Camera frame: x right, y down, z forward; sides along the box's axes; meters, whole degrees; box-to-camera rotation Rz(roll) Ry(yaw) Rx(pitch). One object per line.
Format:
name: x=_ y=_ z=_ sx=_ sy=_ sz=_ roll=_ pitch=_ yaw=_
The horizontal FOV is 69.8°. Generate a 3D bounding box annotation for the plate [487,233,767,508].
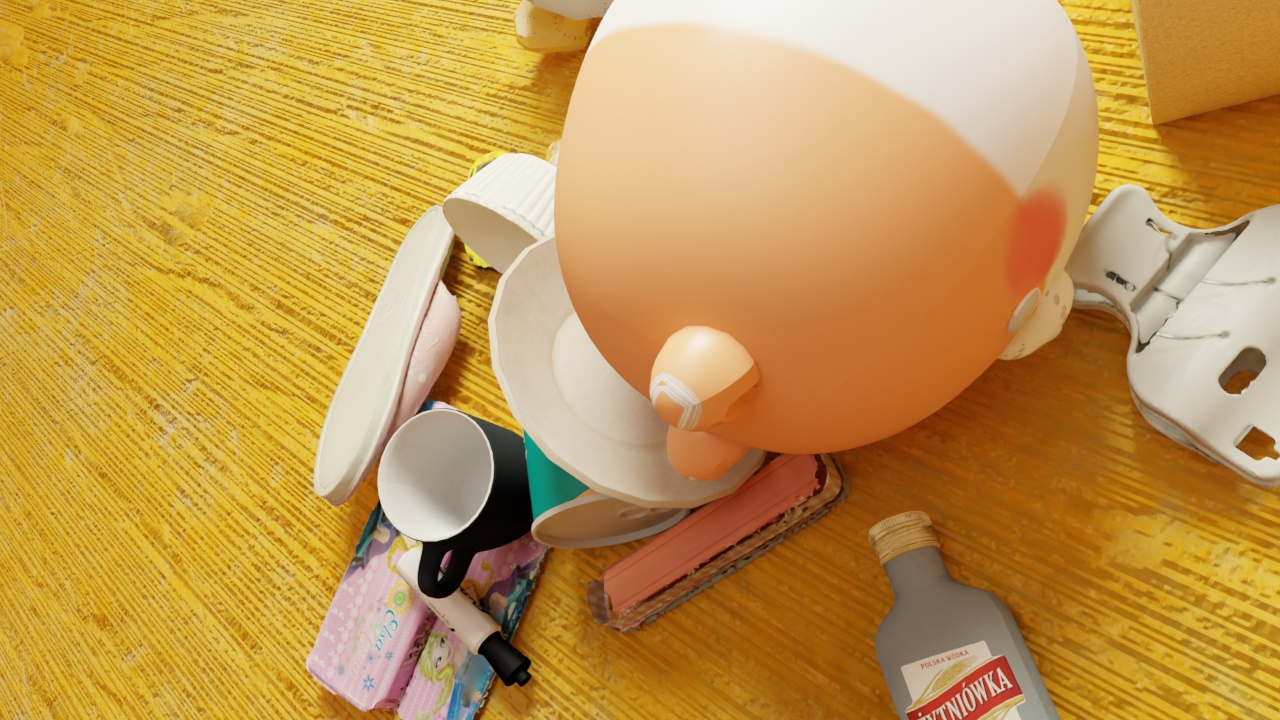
plate: x=-0.004 y=0.003 z=0.552 sx=0.027 sy=0.188 sz=0.188 roll=-48 pitch=46 yaw=51

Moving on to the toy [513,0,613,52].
toy: x=-0.047 y=-0.339 z=0.673 sx=0.246 sy=0.268 sz=0.140 roll=15 pitch=78 yaw=-3

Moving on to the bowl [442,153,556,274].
bowl: x=-0.084 y=-0.107 z=0.692 sx=0.115 sy=0.115 sz=0.062 roll=19 pitch=68 yaw=37

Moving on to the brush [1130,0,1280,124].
brush: x=0.274 y=-0.269 z=0.457 sx=0.075 sy=0.195 sz=0.249 roll=-10 pitch=67 yaw=30

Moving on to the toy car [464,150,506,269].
toy car: x=-0.125 y=-0.126 z=0.771 sx=0.049 sy=0.030 sz=0.106 roll=-14 pitch=67 yaw=27

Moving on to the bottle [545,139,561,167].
bottle: x=-0.021 y=-0.152 z=0.692 sx=0.109 sy=0.063 sz=0.063 roll=6 pitch=76 yaw=36

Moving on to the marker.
marker: x=-0.121 y=0.177 z=0.633 sx=0.126 sy=0.025 sz=0.025 roll=37 pitch=95 yaw=25

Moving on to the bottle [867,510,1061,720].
bottle: x=0.161 y=0.156 z=0.465 sx=0.072 sy=0.046 sz=0.161 roll=-29 pitch=59 yaw=21

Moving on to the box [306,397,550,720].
box: x=-0.146 y=0.158 z=0.680 sx=0.159 sy=0.035 sz=0.230 roll=20 pitch=84 yaw=32

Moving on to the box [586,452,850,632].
box: x=0.041 y=0.110 z=0.564 sx=0.187 sy=0.053 sz=0.058 roll=-38 pitch=88 yaw=18

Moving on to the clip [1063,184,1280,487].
clip: x=0.283 y=-0.024 z=0.454 sx=0.125 sy=0.081 sz=0.147 roll=-51 pitch=51 yaw=4

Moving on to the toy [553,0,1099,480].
toy: x=0.084 y=-0.076 z=0.464 sx=0.266 sy=0.263 sz=0.280 roll=25 pitch=77 yaw=13

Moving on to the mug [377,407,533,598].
mug: x=-0.119 y=0.099 z=0.614 sx=0.085 sy=0.094 sz=0.121 roll=13 pitch=81 yaw=23

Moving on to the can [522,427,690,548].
can: x=-0.030 y=0.038 z=0.601 sx=0.099 sy=0.099 sz=0.143 roll=-24 pitch=61 yaw=24

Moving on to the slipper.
slipper: x=-0.192 y=-0.008 z=0.745 sx=0.114 sy=0.054 sz=0.273 roll=-22 pitch=46 yaw=46
